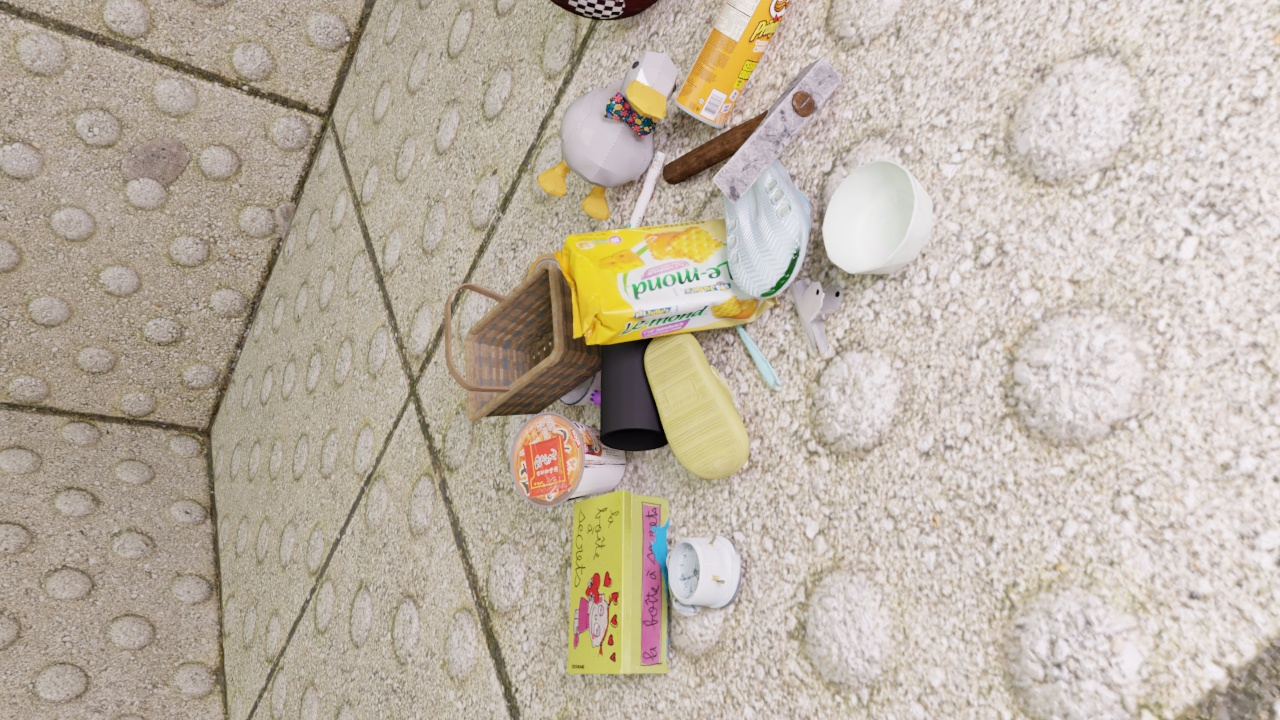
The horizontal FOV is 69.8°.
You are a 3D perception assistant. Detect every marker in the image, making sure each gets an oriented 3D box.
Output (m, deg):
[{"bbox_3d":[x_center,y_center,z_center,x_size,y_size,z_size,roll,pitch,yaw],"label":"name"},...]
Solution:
[{"bbox_3d":[0.004,-0.232,1.330,0.017,0.017,0.145,38,111,52],"label":"marker"}]

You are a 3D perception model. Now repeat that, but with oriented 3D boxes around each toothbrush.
[{"bbox_3d":[0.125,-0.026,1.101,0.016,0.016,0.180,-55,42,26],"label":"toothbrush"}]

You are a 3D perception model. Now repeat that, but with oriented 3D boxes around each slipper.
[{"bbox_3d":[0.070,0.052,1.090,0.092,0.081,0.190,-32,71,20],"label":"slipper"},{"bbox_3d":[0.152,-0.162,1.061,0.104,0.074,0.244,-45,30,30],"label":"slipper"}]

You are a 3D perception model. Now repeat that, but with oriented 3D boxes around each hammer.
[{"bbox_3d":[0.089,-0.244,1.129,0.217,0.037,0.301,-50,18,-23],"label":"hammer"}]

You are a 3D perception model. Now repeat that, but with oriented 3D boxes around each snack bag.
[{"bbox_3d":[0.023,-0.093,1.091,0.068,0.247,0.159,96,159,-44],"label":"snack bag"}]

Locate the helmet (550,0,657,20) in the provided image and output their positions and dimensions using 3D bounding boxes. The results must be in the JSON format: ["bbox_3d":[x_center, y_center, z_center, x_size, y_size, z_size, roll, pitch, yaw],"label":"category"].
[{"bbox_3d":[-0.063,-0.630,1.340,0.234,0.253,0.233,125,152,-67],"label":"helmet"}]

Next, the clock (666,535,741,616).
[{"bbox_3d":[0.067,0.249,1.062,0.118,0.057,0.083,-46,45,47],"label":"clock"}]

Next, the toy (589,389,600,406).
[{"bbox_3d":[-0.011,0.040,1.233,0.088,0.056,0.105,-9,38,55],"label":"toy"}]

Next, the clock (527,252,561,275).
[{"bbox_3d":[-0.089,-0.115,1.357,0.159,0.081,0.117,-23,90,47],"label":"clock"}]

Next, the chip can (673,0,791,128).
[{"bbox_3d":[0.125,-0.410,1.168,0.215,0.075,0.075,-60,39,23],"label":"chip can"}]

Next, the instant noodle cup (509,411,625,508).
[{"bbox_3d":[-0.089,0.135,1.235,0.124,0.121,0.123,-5,81,33],"label":"instant noodle cup"}]

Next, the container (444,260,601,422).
[{"bbox_3d":[-0.181,-0.023,1.265,0.251,0.186,0.157,-34,54,45],"label":"container"}]

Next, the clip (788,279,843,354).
[{"bbox_3d":[0.200,-0.062,1.012,0.056,0.046,0.101,-47,46,42],"label":"clip"}]

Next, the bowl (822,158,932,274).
[{"bbox_3d":[0.247,-0.138,0.926,0.118,0.061,0.117,-21,63,50],"label":"bowl"}]

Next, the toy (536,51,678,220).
[{"bbox_3d":[-0.034,-0.334,1.301,0.268,0.141,0.246,-52,21,33],"label":"toy"}]

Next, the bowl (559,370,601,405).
[{"bbox_3d":[-0.070,0.010,1.319,0.118,0.062,0.118,-21,64,50],"label":"bowl"}]

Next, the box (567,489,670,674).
[{"bbox_3d":[-0.028,0.282,1.161,0.125,0.081,0.220,-20,65,51],"label":"box"}]

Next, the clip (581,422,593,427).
[{"bbox_3d":[-0.077,0.123,1.334,0.050,0.044,0.054,87,165,-52],"label":"clip"}]

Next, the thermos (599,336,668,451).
[{"bbox_3d":[-0.007,0.007,1.160,0.086,0.086,0.198,-28,54,47],"label":"thermos"}]
